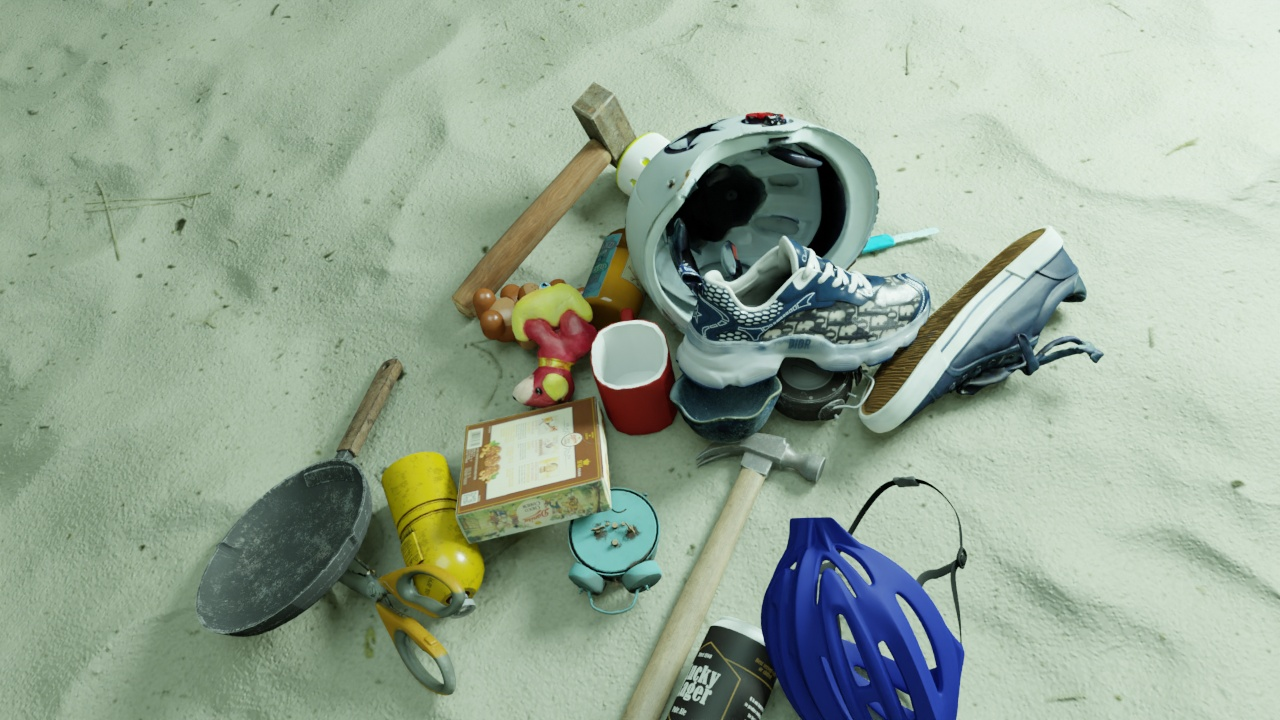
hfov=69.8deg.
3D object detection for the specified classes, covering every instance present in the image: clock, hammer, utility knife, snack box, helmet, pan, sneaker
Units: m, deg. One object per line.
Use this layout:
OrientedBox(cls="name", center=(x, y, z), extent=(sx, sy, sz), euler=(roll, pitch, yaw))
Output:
OrientedBox(cls="clock", center=(-0.023, 0.184, 0.883), extent=(0.090, 0.053, 0.124), euler=(-3, 58, 8))
OrientedBox(cls="hammer", center=(0.062, 0.211, 0.874), extent=(0.119, 0.031, 0.330), euler=(19, 66, 21))
OrientedBox(cls="hammer", center=(-0.114, -0.169, 1.093), extent=(0.037, 0.158, 0.300), euler=(38, 84, 27))
OrientedBox(cls="utility knife", center=(0.266, -0.132, 1.055), extent=(0.158, 0.015, 0.022), euler=(-11, 57, 5))
OrientedBox(cls="snack box", center=(-0.105, 0.105, 0.920), extent=(0.147, 0.041, 0.143), euler=(-14, 32, 2))
OrientedBox(cls="helmet", center=(0.107, -0.157, 0.987), extent=(0.264, 0.237, 0.163), euler=(-24, 37, -7))
OrientedBox(cls="pan", center=(-0.324, 0.131, 0.956), extent=(0.208, 0.040, 0.355), euler=(-10, 40, 32))
OrientedBox(cls="helmet", center=(0.204, 0.213, 0.771), extent=(0.148, 0.241, 0.227), euler=(-12, 23, 46))
OrientedBox(cls="sneaker", center=(0.164, -0.064, 0.905), extent=(0.269, 0.132, 0.103), euler=(-12, 34, -10))
OrientedBox(cls="sneaker", center=(0.351, -0.005, 0.929), extent=(0.294, 0.121, 0.127), euler=(-39, 94, -15))
OrientedBox(cls="clock", center=(0.179, 0.023, 0.954), extent=(0.123, 0.044, 0.091), euler=(24, 61, 26))

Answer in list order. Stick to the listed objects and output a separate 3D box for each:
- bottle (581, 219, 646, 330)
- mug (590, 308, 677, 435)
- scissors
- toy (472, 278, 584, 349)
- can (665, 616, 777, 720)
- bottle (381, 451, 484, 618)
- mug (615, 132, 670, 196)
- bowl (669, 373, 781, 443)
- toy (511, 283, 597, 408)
OrientedBox(cls="bottle", center=(-0.017, -0.111, 1.059), extent=(0.068, 0.068, 0.156), euler=(11, 60, 15))
OrientedBox(cls="mug", center=(-0.006, 0.006, 0.966), extent=(0.080, 0.097, 0.116), euler=(-8, 57, 5))
OrientedBox(cls="scissors", center=(-0.241, 0.216, 0.878), extent=(0.225, 0.166, 0.016), euler=(36, 29, 27))
OrientedBox(cls="toy", center=(-0.122, -0.061, 1.049), extent=(0.127, 0.065, 0.095), euler=(-19, 54, -9))
OrientedBox(cls="can", center=(0.069, 0.293, 0.788), extent=(0.072, 0.072, 0.128), euler=(20, 63, 20))
OrientedBox(cls="bottle", center=(-0.202, 0.176, 0.907), extent=(0.071, 0.071, 0.163), euler=(-25, 58, -7))
OrientedBox(cls="mug", center=(0.034, -0.213, 1.106), extent=(0.082, 0.083, 0.106), euler=(-40, 61, -16))
OrientedBox(cls="bowl", center=(0.088, 0.048, 0.924), extent=(0.110, 0.055, 0.110), euler=(-8, 31, 5))
OrientedBox(cls="toy", center=(-0.089, -0.015, 0.994), extent=(0.105, 0.067, 0.137), euler=(3, 82, 6))
